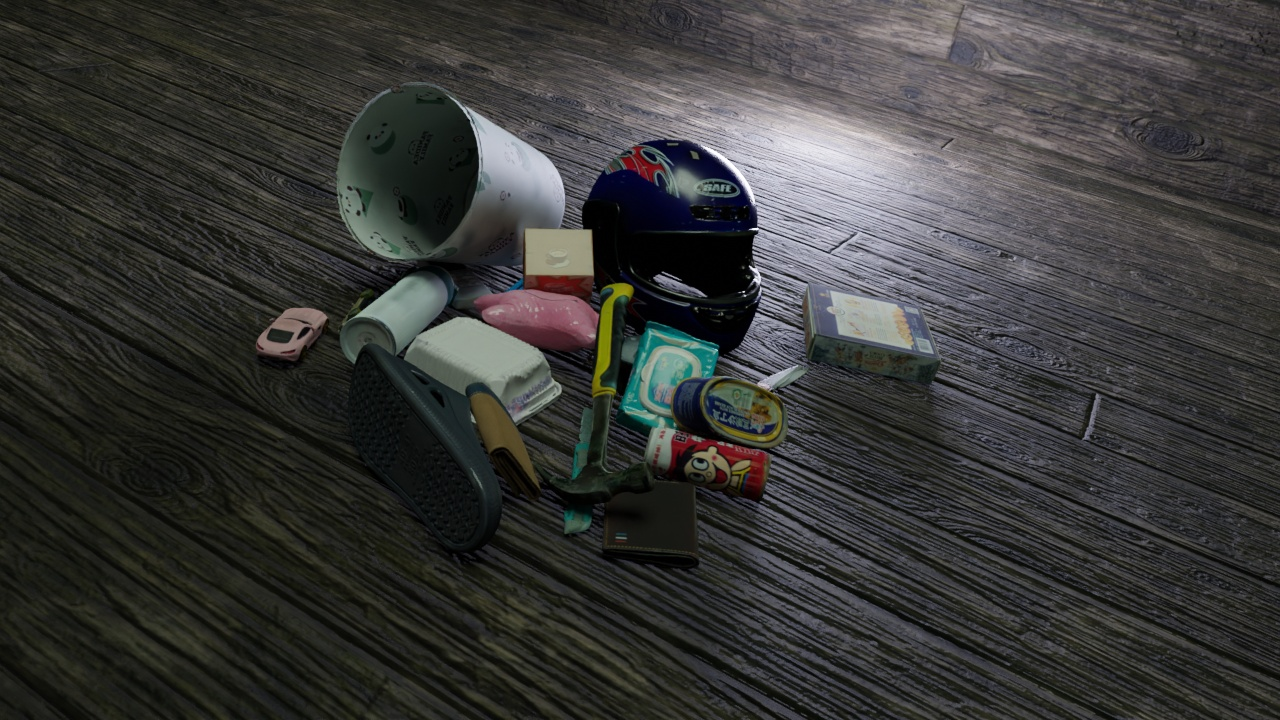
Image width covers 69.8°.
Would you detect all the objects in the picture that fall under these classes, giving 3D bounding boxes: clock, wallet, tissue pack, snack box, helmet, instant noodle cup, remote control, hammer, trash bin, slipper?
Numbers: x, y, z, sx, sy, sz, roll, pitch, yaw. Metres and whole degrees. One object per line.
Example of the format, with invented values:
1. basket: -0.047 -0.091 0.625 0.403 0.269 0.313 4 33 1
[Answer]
1. clock: -0.007 0.007 1.144 0.122 0.055 0.081 17 31 12
2. wallet: 0.010 0.160 0.924 0.096 0.020 0.122 8 28 -4
3. tissue pack: 0.032 0.027 1.063 0.093 0.050 0.133 17 70 0
4. wallet: -0.142 0.084 0.946 0.033 0.090 0.115 -31 40 -3
5. snack box: 0.333 -0.043 1.353 0.182 0.046 0.177 11 30 1
6. helmet: 0.055 -0.181 1.301 0.246 0.241 0.315 -7 36 -28
7. snack box: -0.115 -0.123 1.261 0.092 0.095 0.077 0 63 -9
8. instant noodle cup: -0.190 0.007 1.079 0.173 0.060 0.137 26 33 22
9. remote control: -0.264 -0.117 1.304 0.058 0.021 0.150 -11 37 -34
10. hammer: -0.042 0.026 1.014 0.126 0.032 0.322 -13 41 15
11. trash bin: -0.245 -0.236 1.268 0.230 0.230 0.251 25 10 23
12. slipper: -0.205 0.085 0.912 0.083 0.111 0.268 -1 34 -48

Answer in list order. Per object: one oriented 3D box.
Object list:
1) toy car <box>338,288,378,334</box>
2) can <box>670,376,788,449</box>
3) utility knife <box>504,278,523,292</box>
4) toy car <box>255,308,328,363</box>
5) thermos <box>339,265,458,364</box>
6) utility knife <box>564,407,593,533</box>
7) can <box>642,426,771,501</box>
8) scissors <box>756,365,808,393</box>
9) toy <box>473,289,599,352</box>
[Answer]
1. toy car: -0.346 -0.054 1.147 0.035 0.042 0.090 -19 29 18
2. can: 0.103 0.059 1.031 0.148 0.074 0.049 20 -16 -39
3. utility knife: -0.172 -0.098 1.307 0.034 0.018 0.193 20 32 14
4. toy car: -0.416 -0.035 1.099 0.056 0.037 0.122 12 29 -2
5. thermos: -0.295 -0.064 1.143 0.073 0.073 0.223 13 25 4
6. utility knife: -0.062 0.112 0.986 0.029 0.013 0.222 8 30 -4
7. can: 0.071 0.111 0.991 0.133 0.053 0.053 14 30 5
8. scissors: 0.137 0.033 1.180 0.143 0.022 0.234 19 31 14
9. toy: -0.125 -0.055 1.190 0.194 0.075 0.178 13 10 4
